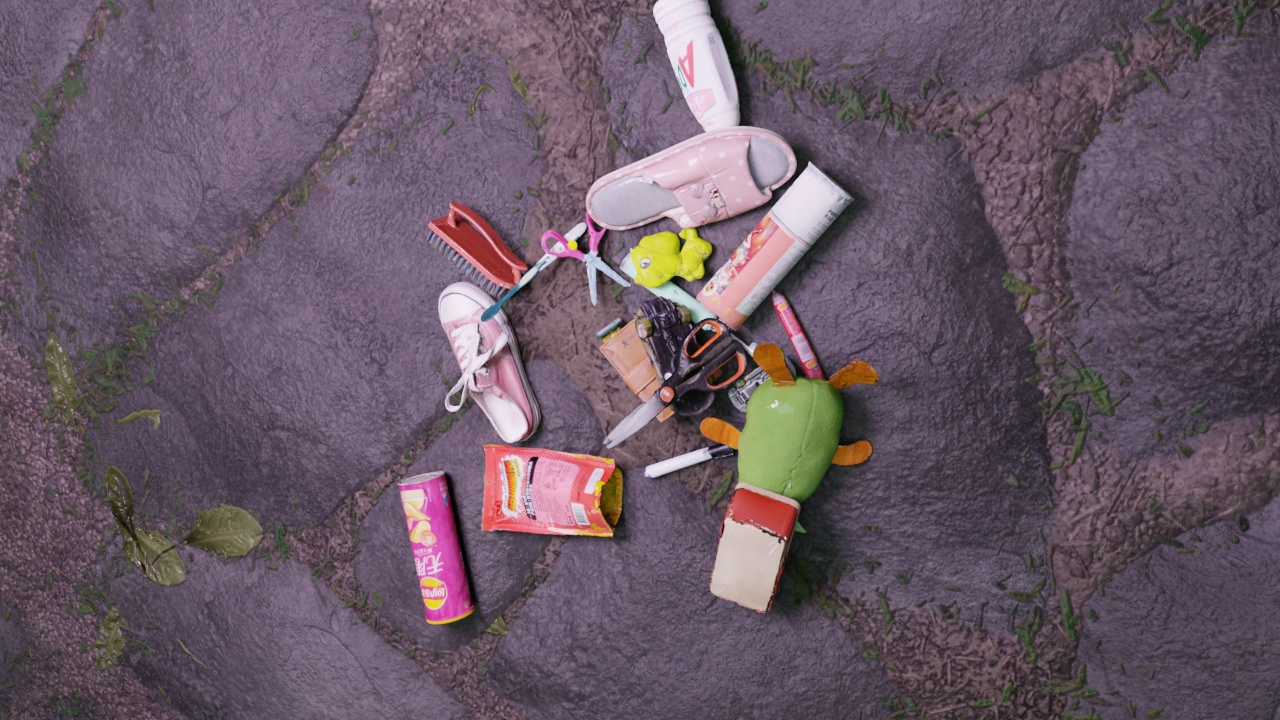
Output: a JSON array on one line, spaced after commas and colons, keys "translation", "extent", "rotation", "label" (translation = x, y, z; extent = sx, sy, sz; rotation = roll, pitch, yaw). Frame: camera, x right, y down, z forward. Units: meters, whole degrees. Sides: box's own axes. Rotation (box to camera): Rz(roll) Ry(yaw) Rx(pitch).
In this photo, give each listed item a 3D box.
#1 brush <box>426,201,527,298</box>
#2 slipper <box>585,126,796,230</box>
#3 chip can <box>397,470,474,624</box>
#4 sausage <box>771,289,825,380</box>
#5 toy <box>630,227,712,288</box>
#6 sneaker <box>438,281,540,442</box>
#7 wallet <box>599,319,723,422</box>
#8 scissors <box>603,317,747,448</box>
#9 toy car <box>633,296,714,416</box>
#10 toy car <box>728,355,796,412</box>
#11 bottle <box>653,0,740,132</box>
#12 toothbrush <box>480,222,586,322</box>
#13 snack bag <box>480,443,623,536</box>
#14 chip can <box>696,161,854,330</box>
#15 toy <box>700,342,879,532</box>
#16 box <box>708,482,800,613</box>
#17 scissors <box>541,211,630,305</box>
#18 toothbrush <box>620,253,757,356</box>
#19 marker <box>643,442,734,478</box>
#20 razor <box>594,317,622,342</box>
[{"translation": [-0.217, -0.149, 1.250], "extent": [0.146, 0.063, 0.069], "rotation": [42, 121, 6], "label": "brush"}, {"translation": [0.057, -0.213, 1.135], "extent": [0.275, 0.054, 0.114], "rotation": [-11, 138, 21], "label": "slipper"}, {"translation": [-0.298, 0.271, 1.336], "extent": [0.071, 0.071, 0.210], "rotation": [-9, 95, 19], "label": "chip can"}, {"translation": [0.202, -0.023, 1.160], "extent": [0.020, 0.020, 0.156], "rotation": [-26, 90, 19], "label": "sausage"}, {"translation": [0.037, -0.133, 1.179], "extent": [0.100, 0.031, 0.096], "rotation": [19, 79, 6], "label": "toy"}, {"translation": [-0.217, 0.005, 1.260], "extent": [0.118, 0.087, 0.241], "rotation": [-24, 91, 19], "label": "sneaker"}, {"translation": [0.022, 0.005, 1.201], "extent": [0.119, 0.035, 0.130], "rotation": [-40, 85, -7], "label": "wallet"}, {"translation": [0.050, 0.046, 1.119], "extent": [0.136, 0.022, 0.234], "rotation": [35, 69, -15], "label": "scissors"}, {"translation": [0.042, -0.005, 1.159], "extent": [0.070, 0.042, 0.158], "rotation": [-18, 86, -25], "label": "toy car"}, {"translation": [0.156, 0.028, 1.172], "extent": [0.091, 0.036, 0.043], "rotation": [-36, 88, 14], "label": "toy car"}, {"translation": [0.079, -0.352, 1.125], "extent": [0.068, 0.068, 0.197], "rotation": [-19, 95, 19], "label": "bottle"}, {"translation": [-0.142, -0.118, 1.229], "extent": [0.191, 0.018, 0.016], "rotation": [-43, 86, -3], "label": "toothbrush"}, {"translation": [-0.131, 0.183, 1.278], "extent": [0.208, 0.073, 0.128], "rotation": [1, 94, 23], "label": "snack bag"}, {"translation": [0.163, -0.137, 1.127], "extent": [0.071, 0.071, 0.215], "rotation": [43, 108, 7], "label": "chip can"}, {"translation": [0.185, 0.092, 1.131], "extent": [0.227, 0.089, 0.247], "rotation": [11, 117, -7], "label": "toy"}, {"translation": [0.137, 0.242, 1.150], "extent": [0.091, 0.079, 0.169], "rotation": [18, 135, 14], "label": "box"}, {"translation": [-0.063, -0.144, 1.218], "extent": [0.133, 0.017, 0.125], "rotation": [34, 86, -6], "label": "scissors"}, {"translation": [0.067, -0.067, 1.192], "extent": [0.224, 0.026, 0.027], "rotation": [36, 70, 10], "label": "toothbrush"}, {"translation": [0.065, 0.135, 1.229], "extent": [0.131, 0.018, 0.022], "rotation": [-21, 101, 19], "label": "marker"}, {"translation": [-0.007, 0.007, 1.226], "extent": [0.043, 0.028, 0.132], "rotation": [-36, 86, -7], "label": "razor"}]
